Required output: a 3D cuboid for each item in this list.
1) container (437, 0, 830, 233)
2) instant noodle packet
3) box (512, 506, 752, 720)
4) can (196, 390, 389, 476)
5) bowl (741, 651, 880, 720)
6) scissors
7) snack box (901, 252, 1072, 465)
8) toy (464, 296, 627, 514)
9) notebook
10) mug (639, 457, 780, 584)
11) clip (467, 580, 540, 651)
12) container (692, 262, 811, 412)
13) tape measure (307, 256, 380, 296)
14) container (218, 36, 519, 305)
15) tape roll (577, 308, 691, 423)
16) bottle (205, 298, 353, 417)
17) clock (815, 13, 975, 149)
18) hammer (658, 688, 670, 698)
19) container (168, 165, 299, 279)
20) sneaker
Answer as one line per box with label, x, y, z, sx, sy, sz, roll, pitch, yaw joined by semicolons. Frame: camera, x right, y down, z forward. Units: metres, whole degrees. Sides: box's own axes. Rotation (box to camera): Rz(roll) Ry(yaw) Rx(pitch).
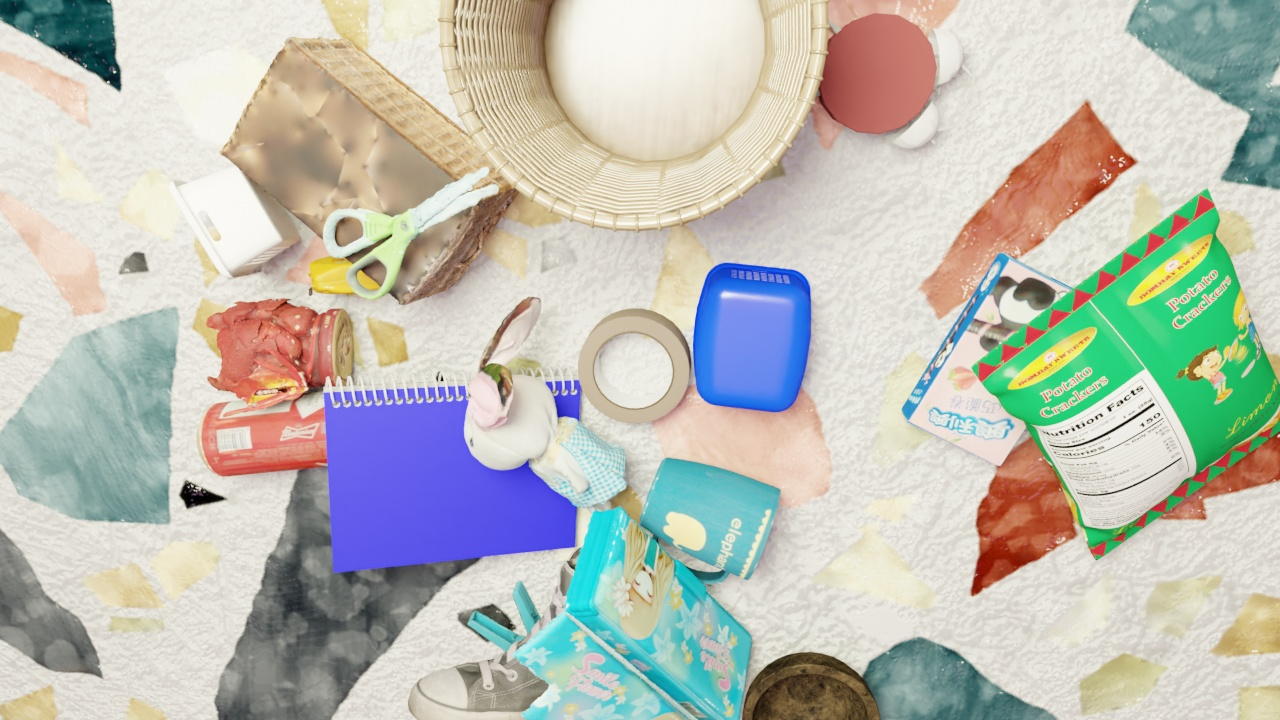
container;0.003;-0.214;0.620;0.227;0.196;0.227;2;107;5
instant noodle packet;0.382;0.025;0.694;0.196;0.090;0.252;-39;119;7
box;0.001;0.250;0.751;0.227;0.074;0.180;50;64;-34
can;-0.297;0.062;0.805;0.170;0.067;0.067;-6;106;8
bowl;0.154;0.314;0.840;0.121;0.056;0.121;2;107;6
scissors;-0.152;-0.088;0.617;0.176;0.033;0.072;-16;101;41
snack box;0.290;0.001;0.741;0.088;0.033;0.154;26;108;-3
toy;-0.082;0.060;0.750;0.106;0.130;0.205;-18;129;24
notebook;-0.157;0.091;0.784;0.209;0.022;0.172;-3;108;-17
mug;0.052;0.142;0.787;0.104;0.084;0.112;21;119;6
clip;-0.090;0.263;0.868;0.113;0.028;0.127;-26;102;15
container;0.090;-0.016;0.744;0.096;0.058;0.114;7;108;4
tape measure;-0.244;-0.071;0.762;0.068;0.059;0.030;-11;106;-24
container;-0.203;-0.146;0.707;0.198;0.112;0.114;39;107;-5
tape roll;-0.005;0.005;0.775;0.094;0.030;0.094;2;107;6
bottle;-0.305;-0.005;0.768;0.111;0.099;0.099;1;107;-4
clock;0.183;-0.209;0.682;0.124;0.044;0.087;17;108;1
hammer;0.107;0.413;0.890;0.330;0.033;0.132;25;107;-3
container;-0.315;-0.113;0.729;0.049;0.129;0.081;-29;103;-7
sneaker;-0.086;0.240;0.795;0.234;0.095;0.120;-7;103;-17
